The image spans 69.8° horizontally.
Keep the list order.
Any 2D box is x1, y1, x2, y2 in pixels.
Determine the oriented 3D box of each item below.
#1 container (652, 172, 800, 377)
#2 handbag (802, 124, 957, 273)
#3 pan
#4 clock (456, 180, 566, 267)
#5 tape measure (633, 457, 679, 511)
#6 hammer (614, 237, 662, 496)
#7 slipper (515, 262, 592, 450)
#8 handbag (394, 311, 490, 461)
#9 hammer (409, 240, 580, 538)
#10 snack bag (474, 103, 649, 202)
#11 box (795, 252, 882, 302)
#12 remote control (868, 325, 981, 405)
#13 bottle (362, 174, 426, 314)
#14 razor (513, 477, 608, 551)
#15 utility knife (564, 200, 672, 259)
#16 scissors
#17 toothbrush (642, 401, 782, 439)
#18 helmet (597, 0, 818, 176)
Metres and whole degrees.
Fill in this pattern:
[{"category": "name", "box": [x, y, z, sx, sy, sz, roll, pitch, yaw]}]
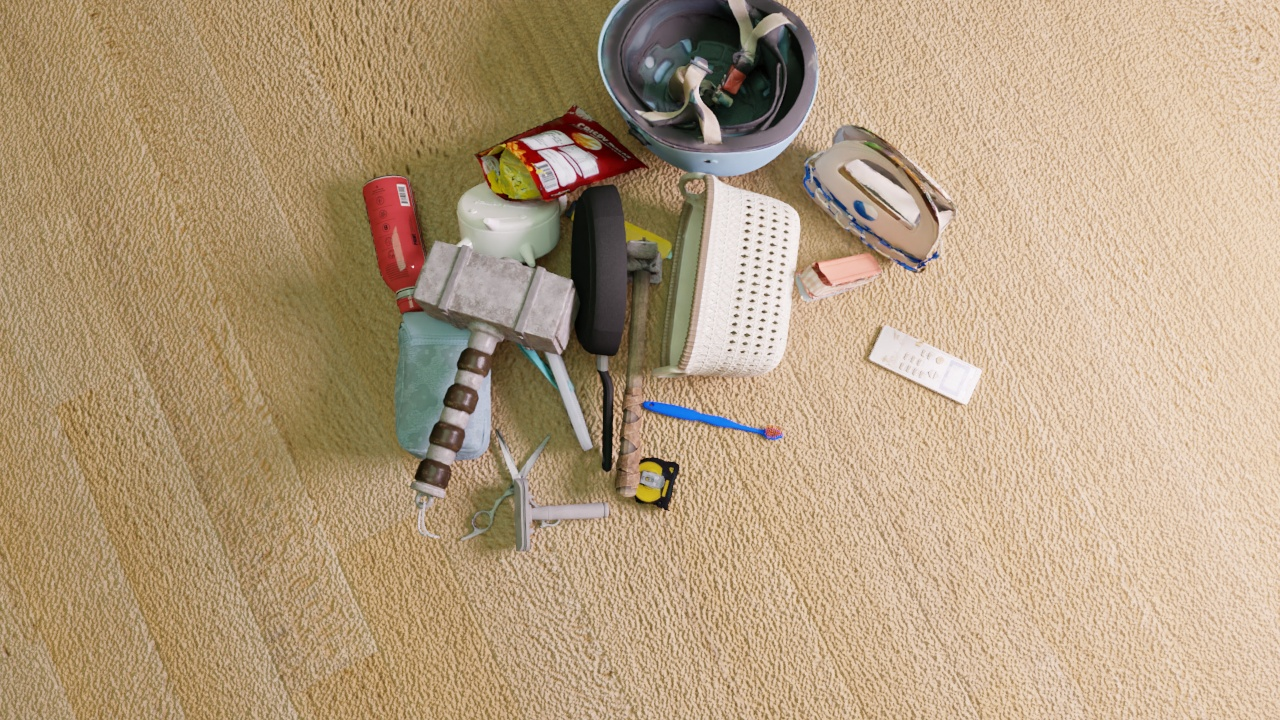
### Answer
[{"category": "container", "box": [0.100, -0.092, 1.111, 0.143, 0.185, 0.246, 9, 85, -8]}, {"category": "handbag", "box": [0.289, -0.196, 1.107, 0.200, 0.199, 0.093, 38, 89, 8]}, {"category": "pan", "box": [-0.053, -0.033, 1.114, 0.044, 0.204, 0.356, -1, 104, -11]}, {"category": "clock", "box": [-0.162, -0.183, 1.140, 0.125, 0.073, 0.160, 7, 39, 9]}, {"category": "tape measure", "box": [0.014, 0.152, 1.149, 0.061, 0.034, 0.061, 12, 82, 5]}, {"category": "hammer", "box": [-0.007, 0.007, 1.128, 0.049, 0.121, 0.318, 4, 85, 2]}, {"category": "slipper", "box": [-0.126, -0.010, 1.141, 0.054, 0.098, 0.268, -21, 84, -3]}, {"category": "handbag", "box": [-0.238, 0.031, 1.130, 0.121, 0.119, 0.191, -3, 75, -8]}, {"category": "hammer", "box": [-0.199, 0.035, 1.032, 0.177, 0.079, 0.325, 17, 77, 7]}, {"category": "snack bag", "box": [-0.094, -0.259, 1.147, 0.139, 0.067, 0.207, 36, 44, 16]}, {"category": "box", "box": [0.243, -0.105, 1.106, 0.056, 0.186, 0.059, 14, 108, 31]}, {"category": "remote control", "box": [0.363, 0.006, 1.171, 0.136, 0.011, 0.050, 26, 84, 4]}, {"category": "bottle", "box": [-0.310, -0.146, 1.181, 0.062, 0.062, 0.176, -14, 83, -1]}, {"category": "razor", "box": [-0.097, 0.188, 1.137, 0.116, 0.047, 0.088, -2, 88, -9]}, {"category": "utility knife", "box": [-0.027, -0.169, 1.200, 0.151, 0.017, 0.030, 24, 89, 5]}, {"category": "scissors", "box": [-0.165, 0.167, 1.162, 0.175, 0.014, 0.141, -43, 86, -2]}, {"category": "toothbrush", "box": [0.092, 0.074, 1.165, 0.182, 0.018, 0.016, 13, 58, 3]}, {"category": "helmet", "box": [0.075, -0.331, 1.107, 0.265, 0.167, 0.225, 36, 80, 8]}]
